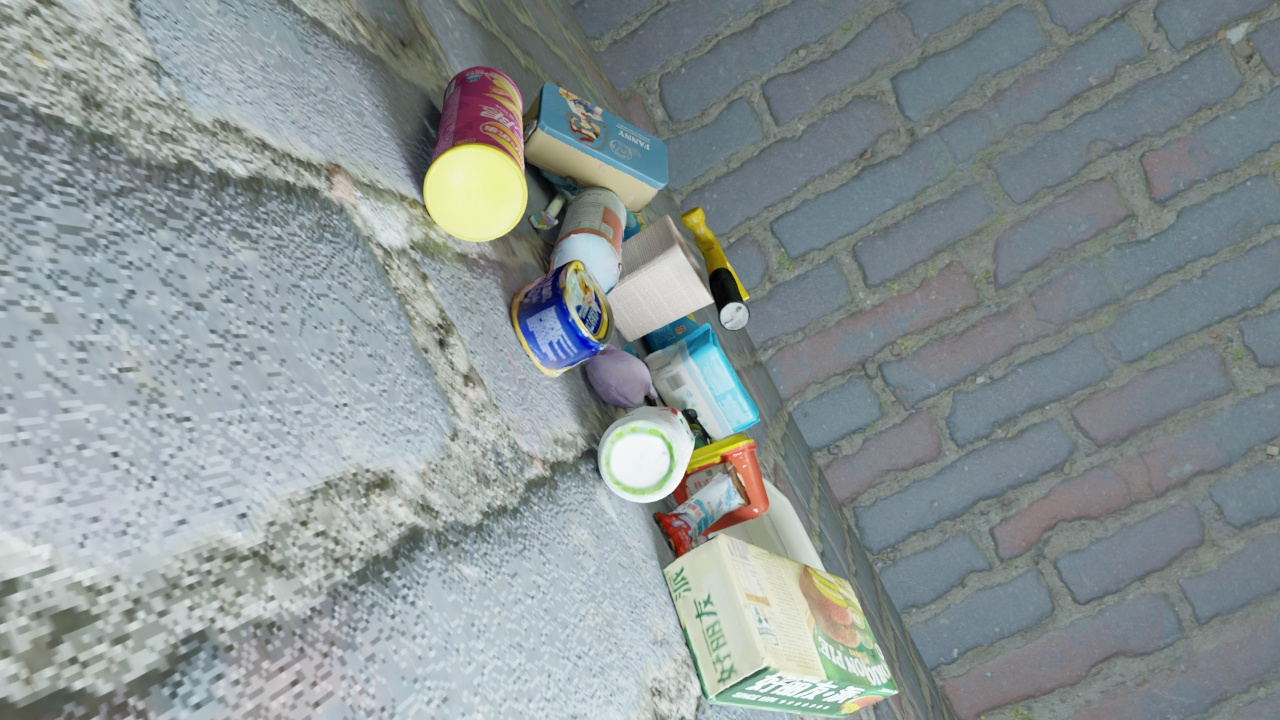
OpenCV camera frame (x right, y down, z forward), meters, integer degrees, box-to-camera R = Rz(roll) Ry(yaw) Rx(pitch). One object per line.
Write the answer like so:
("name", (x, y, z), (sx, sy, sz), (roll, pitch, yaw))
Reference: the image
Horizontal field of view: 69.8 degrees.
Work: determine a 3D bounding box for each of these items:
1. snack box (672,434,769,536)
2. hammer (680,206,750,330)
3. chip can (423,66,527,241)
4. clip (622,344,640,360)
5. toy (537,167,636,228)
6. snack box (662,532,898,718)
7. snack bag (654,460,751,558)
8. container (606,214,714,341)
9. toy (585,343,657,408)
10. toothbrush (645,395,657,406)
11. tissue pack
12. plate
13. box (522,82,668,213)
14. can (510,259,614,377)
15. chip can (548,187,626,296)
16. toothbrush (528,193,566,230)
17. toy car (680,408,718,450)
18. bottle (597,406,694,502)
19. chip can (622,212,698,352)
("snack box", (0.075, 0.121, 0.882), (0.082, 0.091, 0.080), (19, 51, -75))
("hammer", (0.093, -0.092, 1.047), (0.129, 0.033, 0.300), (58, 10, -16))
("chip can", (-0.125, -0.169, 0.720), (0.071, 0.071, 0.210), (55, 12, -31))
("clip", (-0.006, 0.006, 0.995), (0.042, 0.014, 0.056), (51, 13, -44))
("toy", (-0.067, -0.222, 1.114), (0.156, 0.050, 0.161), (1, 50, -50))
("snack box", (0.123, 0.227, 0.767), (0.240, 0.063, 0.114), (29, 32, -48))
("snack bag", (0.056, 0.131, 0.813), (0.048, 0.104, 0.026), (62, -31, 1))
("container", (0.009, -0.091, 1.045), (0.090, 0.111, 0.089), (53, 14, -37))
("toy", (-0.020, 0.013, 0.840), (0.084, 0.039, 0.108), (44, 15, 0))
("toothbrush", (0.030, 0.081, 0.969), (0.015, 0.018, 0.181), (39, 23, -57))
("tissue pack", (0.075, 0.034, 1.093), (0.140, 0.090, 0.063), (58, 11, -16))
("plate", (0.148, 0.221, 0.950), (0.161, 0.034, 0.265), (13, 45, -46))
("box", (-0.048, -0.240, 1.059), (0.184, 0.061, 0.089), (19, 47, -24))
("can", (-0.061, -0.037, 0.747), (0.074, 0.049, 0.148), (60, 10, -12))
("chip can", (-0.052, -0.125, 0.956), (0.071, 0.071, 0.214), (58, 11, -18))
("toothbrush", (-0.095, -0.165, 0.998), (0.189, 0.029, 0.020), (-87, -171, -73))
("toy car", (0.067, 0.095, 1.043), (0.091, 0.036, 0.043), (57, 12, -26))
("bottle", (0.012, 0.069, 0.778), (0.068, 0.068, 0.196), (62, 8, 1))
("chip can", (0.007, -0.101, 1.173), (0.210, 0.071, 0.071), (64, 11, 15))
